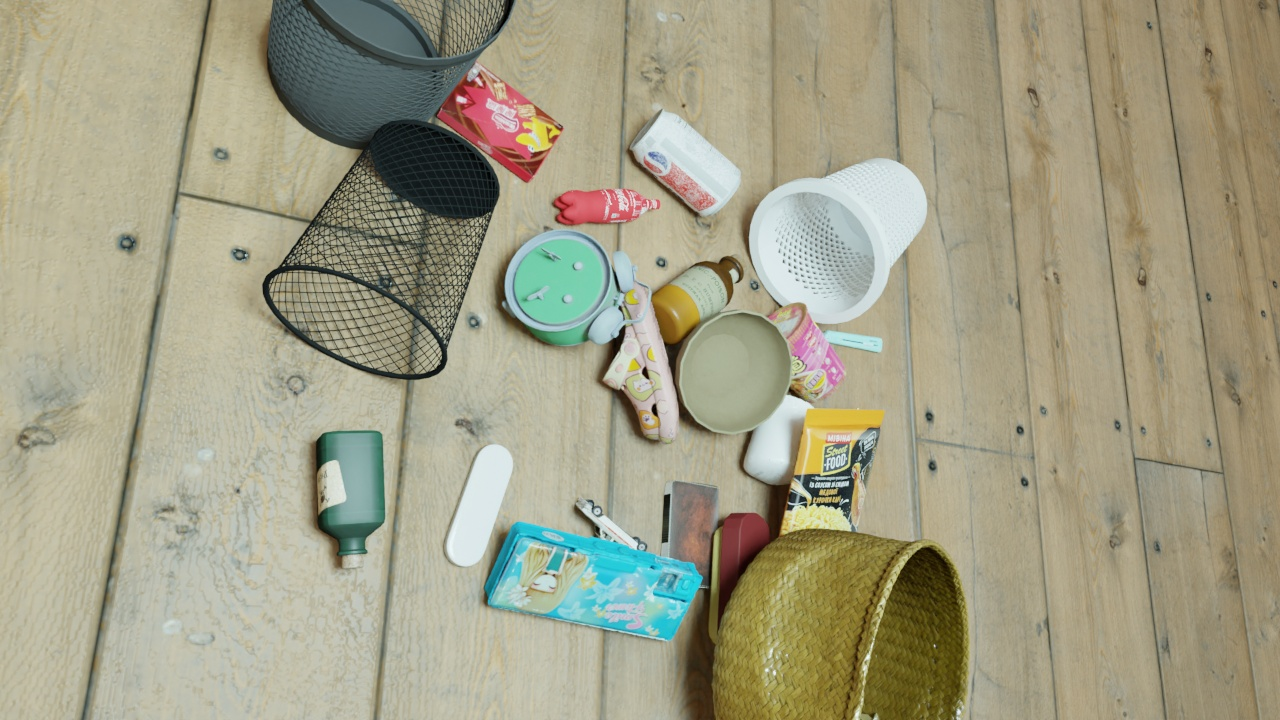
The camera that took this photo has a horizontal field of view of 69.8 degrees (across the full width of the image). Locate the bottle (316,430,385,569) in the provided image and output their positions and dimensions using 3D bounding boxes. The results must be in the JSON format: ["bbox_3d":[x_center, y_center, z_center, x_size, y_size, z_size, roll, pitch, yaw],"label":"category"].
[{"bbox_3d":[-0.285,0.138,0.902,0.061,0.061,0.131,1,77,-27],"label":"bottle"}]

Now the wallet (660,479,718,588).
[{"bbox_3d":[0.061,0.209,1.100,0.072,0.019,0.123,12,71,-26],"label":"wallet"}]

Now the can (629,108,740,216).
[{"bbox_3d":[0.059,-0.255,1.188,0.136,0.078,0.078,38,62,-15],"label":"can"}]

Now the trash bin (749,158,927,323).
[{"bbox_3d":[0.284,-0.180,1.242,0.199,0.196,0.195,-36,95,-41],"label":"trash bin"}]

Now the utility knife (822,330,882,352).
[{"bbox_3d":[0.291,-0.029,1.295,0.126,0.015,0.022,8,105,-26],"label":"utility knife"}]

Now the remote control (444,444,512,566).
[{"bbox_3d":[-0.174,0.155,0.988,0.043,0.013,0.136,26,66,-21],"label":"remote control"}]

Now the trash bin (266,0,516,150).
[{"bbox_3d":[-0.270,-0.352,0.943,0.217,0.228,0.217,8,73,-27],"label":"trash bin"}]

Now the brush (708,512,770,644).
[{"bbox_3d":[0.116,0.268,1.088,0.082,0.042,0.173,28,61,-52],"label":"brush"}]

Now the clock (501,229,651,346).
[{"bbox_3d":[-0.068,-0.079,1.028,0.162,0.075,0.121,12,75,15],"label":"clock"}]

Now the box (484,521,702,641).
[{"bbox_3d":[-0.047,0.244,0.996,0.226,0.041,0.094,19,106,-24],"label":"box"}]

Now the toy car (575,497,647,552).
[{"bbox_3d":[-0.031,0.202,1.042,0.113,0.039,0.039,41,81,-14],"label":"toy car"}]

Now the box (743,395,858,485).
[{"bbox_3d":[0.211,0.101,1.176,0.141,0.084,0.140,23,65,-10],"label":"box"}]

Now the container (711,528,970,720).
[{"bbox_3d":[0.221,0.342,1.010,0.306,0.197,0.307,-5,97,-49],"label":"container"}]

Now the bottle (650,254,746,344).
[{"bbox_3d":[0.077,-0.086,1.159,0.156,0.068,0.068,-38,96,-31],"label":"bottle"}]

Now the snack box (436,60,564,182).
[{"bbox_3d":[-0.167,-0.287,1.104,0.133,0.021,0.089,34,62,-17],"label":"snack box"}]

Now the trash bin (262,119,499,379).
[{"bbox_3d":[-0.245,-0.118,0.932,0.184,0.185,0.209,29,59,-20],"label":"trash bin"}]

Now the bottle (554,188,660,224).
[{"bbox_3d":[-0.038,-0.192,1.139,0.141,0.042,0.042,-8,81,-31],"label":"bottle"}]

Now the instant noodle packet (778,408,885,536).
[{"bbox_3d":[0.233,0.167,1.141,0.159,0.032,0.221,4,101,-41],"label":"instant noodle packet"}]

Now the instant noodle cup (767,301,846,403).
[{"bbox_3d":[0.211,-0.005,1.202,0.108,0.098,0.097,45,60,-20],"label":"instant noodle cup"}]

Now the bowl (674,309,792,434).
[{"bbox_3d":[0.107,0.010,1.122,0.152,0.050,0.152,-4,102,-20],"label":"bowl"}]

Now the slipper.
[{"bbox_3d":[-0.006,0.006,1.088,0.081,0.093,0.197,-13,93,6],"label":"slipper"}]
